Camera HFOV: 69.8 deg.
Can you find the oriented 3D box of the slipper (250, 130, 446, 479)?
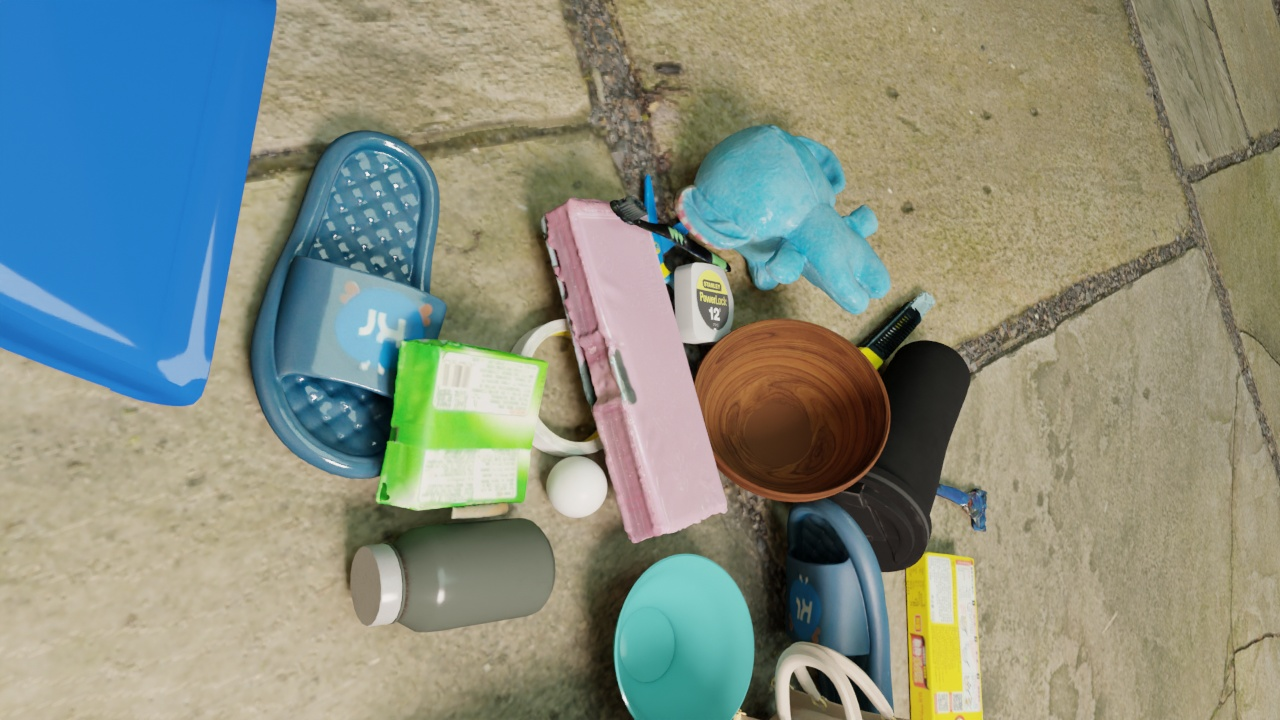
[{"bbox_3d":[-0.161,-0.040,0.529,0.103,0.059,0.213,14,69,-33],"label":"slipper"}]

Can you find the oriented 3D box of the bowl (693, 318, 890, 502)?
[{"bbox_3d":[0.110,0.048,0.706,0.147,0.069,0.147,1,61,-1],"label":"bowl"}]

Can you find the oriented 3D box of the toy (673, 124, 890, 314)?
[{"bbox_3d":[0.120,-0.105,0.740,0.182,0.115,0.180,-32,78,-38],"label":"toy"}]

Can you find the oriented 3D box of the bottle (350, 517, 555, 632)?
[{"bbox_3d":[-0.107,0.124,0.531,0.108,0.060,0.060,2,78,-39],"label":"bottle"}]

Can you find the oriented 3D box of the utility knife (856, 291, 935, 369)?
[{"bbox_3d":[0.233,-0.020,0.865,0.197,0.020,0.029,-35,103,-37],"label":"utility knife"}]

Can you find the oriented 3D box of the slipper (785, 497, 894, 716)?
[{"bbox_3d":[0.143,0.206,0.697,0.059,0.104,0.214,-12,94,-19],"label":"slipper"}]

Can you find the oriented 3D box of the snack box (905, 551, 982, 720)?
[{"bbox_3d":[0.274,0.252,0.829,0.075,0.025,0.152,14,70,-36],"label":"snack box"}]

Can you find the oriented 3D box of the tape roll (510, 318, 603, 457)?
[{"bbox_3d":[-0.049,0.019,0.630,0.094,0.019,0.094,10,73,-37],"label":"tape roll"}]

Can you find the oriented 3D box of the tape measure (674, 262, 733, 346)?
[{"bbox_3d":[0.051,-0.042,0.716,0.064,0.017,0.065,5,79,-54],"label":"tape measure"}]

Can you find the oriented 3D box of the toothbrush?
[{"bbox_3d":[0.031,-0.090,0.681,0.187,0.017,0.014,16,58,-59],"label":"toothbrush"}]

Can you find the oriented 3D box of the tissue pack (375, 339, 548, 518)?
[{"bbox_3d":[-0.101,0.041,0.541,0.113,0.034,0.099,11,88,-60],"label":"tissue pack"}]

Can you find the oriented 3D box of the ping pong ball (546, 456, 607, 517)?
[{"bbox_3d":[-0.042,0.083,0.605,0.040,0.040,0.040,10,73,-37],"label":"ping pong ball"}]

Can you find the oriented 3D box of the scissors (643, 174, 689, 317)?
[{"bbox_3d":[0.012,-0.079,0.706,0.125,0.016,0.125,-38,107,-37],"label":"scissors"}]

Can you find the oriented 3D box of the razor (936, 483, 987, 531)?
[{"bbox_3d":[0.294,0.129,0.879,0.140,0.018,0.043,22,67,-33],"label":"razor"}]

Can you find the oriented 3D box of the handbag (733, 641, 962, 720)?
[{"bbox_3d":[0.147,0.277,0.608,0.101,0.195,0.198,-26,99,-36],"label":"handbag"}]

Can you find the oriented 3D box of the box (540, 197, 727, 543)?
[{"bbox_3d":[-0.004,0.004,0.634,0.098,0.041,0.232,-10,82,-55],"label":"box"}]

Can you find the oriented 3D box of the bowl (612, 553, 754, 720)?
[{"bbox_3d":[0.018,0.194,0.623,0.121,0.046,0.121,10,73,-37],"label":"bowl"}]

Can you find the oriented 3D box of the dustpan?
[{"bbox_3d":[-0.320,-0.122,0.421,0.257,0.060,0.245,20,67,-45],"label":"dustpan"}]

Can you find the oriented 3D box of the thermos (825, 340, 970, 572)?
[{"bbox_3d":[0.219,0.073,0.784,0.106,0.106,0.217,54,48,-16],"label":"thermos"}]
